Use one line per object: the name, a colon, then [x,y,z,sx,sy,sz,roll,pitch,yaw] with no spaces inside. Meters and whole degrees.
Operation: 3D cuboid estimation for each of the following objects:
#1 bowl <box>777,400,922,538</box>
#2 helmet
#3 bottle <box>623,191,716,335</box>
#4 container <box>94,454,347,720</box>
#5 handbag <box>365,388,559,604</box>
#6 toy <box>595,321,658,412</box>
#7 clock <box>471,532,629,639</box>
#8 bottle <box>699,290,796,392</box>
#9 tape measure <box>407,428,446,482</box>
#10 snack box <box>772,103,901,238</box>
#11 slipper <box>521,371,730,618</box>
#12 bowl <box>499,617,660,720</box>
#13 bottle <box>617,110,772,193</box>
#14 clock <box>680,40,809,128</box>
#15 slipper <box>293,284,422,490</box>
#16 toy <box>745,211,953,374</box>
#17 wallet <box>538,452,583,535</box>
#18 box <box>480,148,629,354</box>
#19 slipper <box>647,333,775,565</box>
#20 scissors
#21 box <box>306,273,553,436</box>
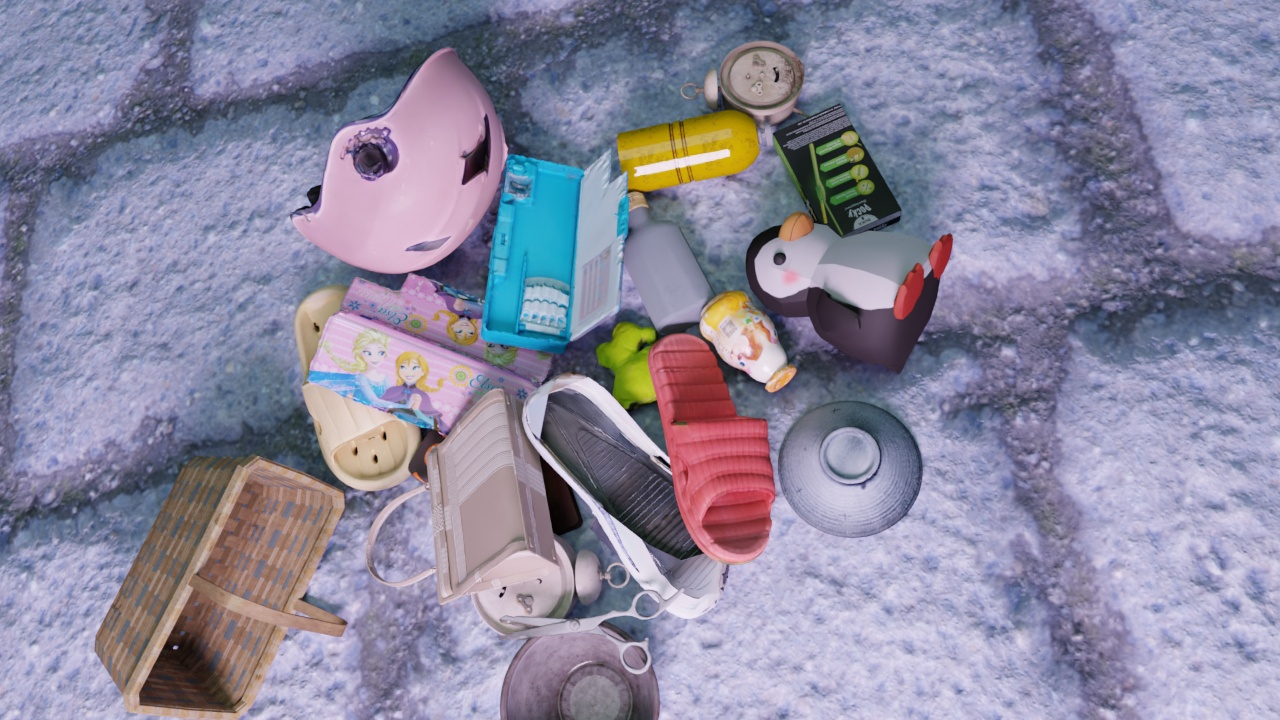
bowl: [0.197,0.095,0.867,0.137,0.057,0.137,-4,70,11]
helmet: [-0.236,-0.198,0.982,0.152,0.229,0.256,38,103,-4]
bottle: [0.019,-0.110,0.985,0.072,0.046,0.161,-26,67,2]
container: [-0.386,0.225,0.896,0.186,0.157,0.249,14,74,28]
handbag: [-0.185,0.149,0.877,0.198,0.062,0.175,-28,51,16]
toy: [-0.006,0.006,0.956,0.093,0.036,0.094,30,72,25]
clock: [-0.086,0.210,0.884,0.157,0.061,0.103,-7,81,13]
bottle: [0.109,-0.018,0.924,0.063,0.063,0.109,-36,69,-3]
tape measure: [-0.205,0.106,0.962,0.059,0.038,0.058,15,67,29]
snack box: [0.209,-0.198,0.988,0.080,0.025,0.147,-24,67,3]
slipper: [-0.014,0.128,0.885,0.111,0.063,0.264,-38,82,-27]
bowl: [-0.048,0.312,0.836,0.145,0.067,0.144,-4,70,11]
bottle: [0.062,-0.233,1.009,0.164,0.071,0.071,-10,69,9]
clock: [0.116,-0.304,1.031,0.141,0.055,0.092,-2,69,4]
slipper: [-0.326,0.021,0.998,0.111,0.079,0.261,-28,67,5]
toy: [0.191,-0.071,0.908,0.184,0.140,0.158,23,44,28]
wallet: [-0.126,0.148,0.941,0.116,0.018,0.091,-23,68,5]
box: [-0.080,-0.123,0.982,0.170,0.085,0.226,-6,62,18]
slipper: [0.074,0.071,0.879,0.103,0.059,0.248,2,58,-28]
scissors: [-0.044,0.227,0.821,0.161,0.014,0.117,22,78,15]
box: [-0.205,-0.007,0.948,0.230,0.063,0.160,21,75,-7]
